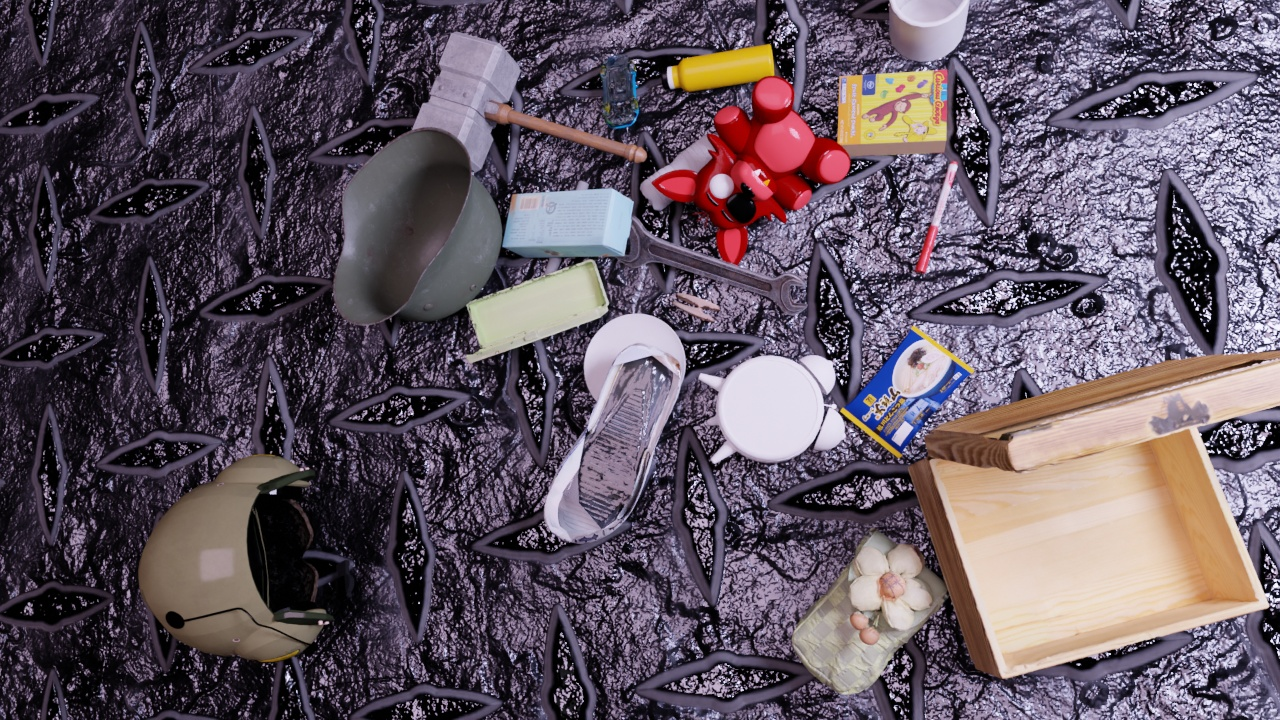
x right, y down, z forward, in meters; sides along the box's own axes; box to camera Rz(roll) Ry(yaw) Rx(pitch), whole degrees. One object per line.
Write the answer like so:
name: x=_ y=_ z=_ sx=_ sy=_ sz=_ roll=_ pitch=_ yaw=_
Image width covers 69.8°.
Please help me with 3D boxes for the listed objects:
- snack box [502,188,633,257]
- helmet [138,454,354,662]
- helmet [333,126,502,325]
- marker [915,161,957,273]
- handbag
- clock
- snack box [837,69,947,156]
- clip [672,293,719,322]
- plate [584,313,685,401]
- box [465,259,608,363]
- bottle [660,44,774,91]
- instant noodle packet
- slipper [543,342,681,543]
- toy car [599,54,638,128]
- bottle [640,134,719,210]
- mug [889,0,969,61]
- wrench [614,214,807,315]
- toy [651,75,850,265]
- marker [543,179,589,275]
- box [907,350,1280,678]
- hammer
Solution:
snack box: x=-0.096 y=-0.176 z=1.187 sx=0.175 sy=0.053 sz=0.075 roll=3 pitch=79 yaw=35
helmet: x=-0.481 y=0.249 z=1.139 sx=0.233 sy=0.255 sz=0.250 roll=-14 pitch=77 yaw=9
helmet: x=-0.279 y=-0.147 z=1.202 sx=0.227 sy=0.153 sz=0.268 roll=39 pitch=91 yaw=36
marker: x=0.359 y=-0.173 z=1.109 sx=0.013 sy=0.013 sz=0.142 roll=17 pitch=86 yaw=17
handbag: x=0.253 y=0.283 z=1.015 sx=0.113 sy=0.117 sz=0.186 roll=38 pitch=91 yaw=16
clock: x=0.158 y=0.060 z=1.106 sx=0.161 sy=0.073 sz=0.125 roll=-9 pitch=79 yaw=7
snack box: x=0.308 y=-0.302 z=1.126 sx=0.126 sy=0.040 sz=0.088 roll=1 pitch=82 yaw=16
clip: x=0.072 y=-0.071 z=1.166 sx=0.049 sy=0.025 sz=0.061 roll=-36 pitch=76 yaw=6
plate: x=-0.007 y=0.007 z=1.182 sx=0.135 sy=0.011 sz=0.134 roll=-2 pitch=81 yaw=15
box: x=-0.140 y=-0.068 z=1.190 sx=0.188 sy=0.098 sz=0.082 roll=-19 pitch=93 yaw=9
bottle: x=0.099 y=-0.377 z=1.194 sx=0.144 sy=0.043 sz=0.043 roll=-5 pitch=80 yaw=15
instant noodle packet: x=0.314 y=0.037 z=1.082 sx=0.087 sy=0.026 sz=0.134 roll=41 pitch=93 yaw=20
slipper: x=-0.029 y=0.107 z=1.146 sx=0.111 sy=0.063 sz=0.264 roll=23 pitch=90 yaw=6
toy car: x=-0.026 y=-0.359 z=1.231 sx=0.048 sy=0.032 sz=0.105 roll=-9 pitch=74 yaw=14
bottle: x=0.063 y=-0.249 z=1.184 sx=0.136 sy=0.044 sz=0.044 roll=-36 pitch=74 yaw=8
mug: x=0.360 y=-0.433 z=1.105 sx=0.121 sy=0.090 sz=0.091 roll=-35 pitch=75 yaw=8
wrench: x=0.083 y=-0.120 z=1.161 sx=0.273 sy=0.010 sz=0.070 roll=20 pitch=124 yaw=16
toy: x=0.137 y=-0.230 z=1.125 sx=0.197 sy=0.120 sz=0.158 roll=-43 pitch=107 yaw=9
marker: x=-0.100 y=-0.175 z=1.233 sx=0.016 sy=0.016 sz=0.140 roll=19 pitch=87 yaw=17
box: x=0.440 y=0.124 z=0.855 sx=0.279 sy=0.336 sz=0.286 roll=-16 pitch=75 yaw=1
hammer: x=-0.135 y=-0.315 z=1.228 sx=0.318 sy=0.083 sz=0.162 roll=21 pitch=88 yaw=17
